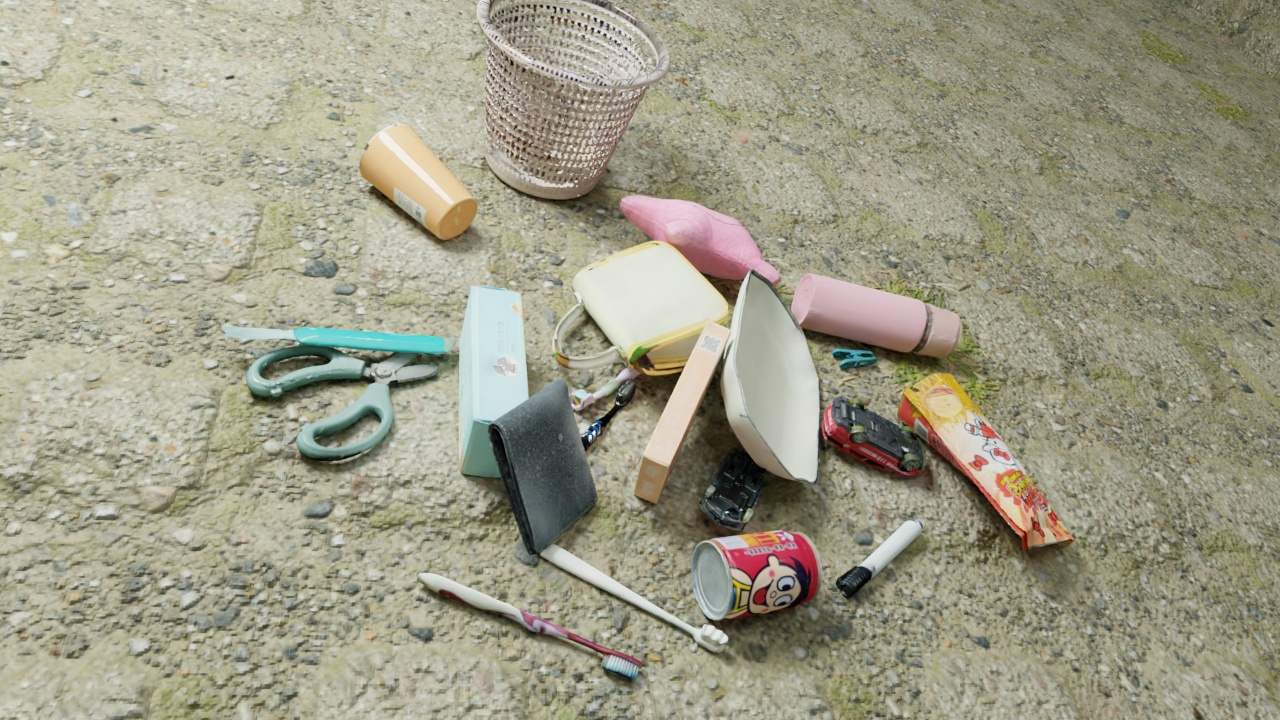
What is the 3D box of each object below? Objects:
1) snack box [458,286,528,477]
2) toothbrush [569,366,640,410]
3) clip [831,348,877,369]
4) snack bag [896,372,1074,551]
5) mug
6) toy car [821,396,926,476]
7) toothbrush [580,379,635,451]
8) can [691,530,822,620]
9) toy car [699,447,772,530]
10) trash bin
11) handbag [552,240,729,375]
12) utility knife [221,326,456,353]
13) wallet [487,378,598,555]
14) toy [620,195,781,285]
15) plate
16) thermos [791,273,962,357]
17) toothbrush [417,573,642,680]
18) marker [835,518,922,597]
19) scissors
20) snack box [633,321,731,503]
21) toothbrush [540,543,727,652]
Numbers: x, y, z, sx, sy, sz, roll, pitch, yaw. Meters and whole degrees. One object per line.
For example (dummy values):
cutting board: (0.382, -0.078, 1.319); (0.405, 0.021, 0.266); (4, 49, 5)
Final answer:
snack box: (-0.136, 0.016, 0.839); (0.051, 0.074, 0.174); (7, 44, -18)
toothbrush: (-0.006, 0.006, 0.949); (0.188, 0.029, 0.021); (-32, 105, -44)
clip: (0.250, -0.003, 1.070); (0.057, 0.015, 0.048); (1, 44, -23)
snack bag: (0.358, 0.109, 0.956); (0.128, 0.073, 0.207); (11, 37, -49)
mug: (-0.242, -0.193, 1.015); (0.123, 0.078, 0.078); (43, 46, 15)
toy car: (0.242, 0.082, 0.954); (0.120, 0.045, 0.052); (26, 41, -12)
toothbrush: (-0.050, 0.073, 0.862); (0.014, 0.016, 0.188); (27, 43, 14)
can: (0.099, 0.180, 0.775); (0.093, 0.067, 0.066); (-2, 47, -25)
toy car: (0.088, 0.121, 0.856); (0.049, 0.031, 0.105); (30, 34, 7)
trash bin: (-0.099, -0.312, 1.104); (0.227, 0.193, 0.227); (12, 43, -12)
handbag: (-0.015, -0.042, 0.957); (0.178, 0.063, 0.163); (-20, 43, -17)
utility knife: (-0.270, -0.019, 0.842); (0.209, 0.013, 0.029); (5, 34, -26)
wallet: (-0.077, 0.088, 0.765); (0.019, 0.121, 0.097); (-4, 18, 34)
toy: (0.064, -0.149, 1.085); (0.194, 0.075, 0.178); (22, 14, -20)
plate: (0.129, 0.016, 0.925); (0.162, 0.034, 0.265); (54, 28, -23)
thermos: (0.282, -0.053, 1.103); (0.198, 0.067, 0.087); (11, 13, -12)
toothbrush: (-0.087, 0.205, 0.710); (0.187, 0.016, 0.017); (23, 52, 0)
marker: (0.227, 0.183, 0.864); (0.022, 0.018, 0.130); (36, 43, 28)
scissors: (-0.249, 0.034, 0.815); (0.177, 0.019, 0.169); (-5, 47, -31)
snack box: (0.038, 0.047, 0.843); (0.026, 0.085, 0.156); (24, 58, 7)
toothbrush: (-0.010, 0.191, 0.755); (0.180, 0.016, 0.016); (27, 39, 7)
